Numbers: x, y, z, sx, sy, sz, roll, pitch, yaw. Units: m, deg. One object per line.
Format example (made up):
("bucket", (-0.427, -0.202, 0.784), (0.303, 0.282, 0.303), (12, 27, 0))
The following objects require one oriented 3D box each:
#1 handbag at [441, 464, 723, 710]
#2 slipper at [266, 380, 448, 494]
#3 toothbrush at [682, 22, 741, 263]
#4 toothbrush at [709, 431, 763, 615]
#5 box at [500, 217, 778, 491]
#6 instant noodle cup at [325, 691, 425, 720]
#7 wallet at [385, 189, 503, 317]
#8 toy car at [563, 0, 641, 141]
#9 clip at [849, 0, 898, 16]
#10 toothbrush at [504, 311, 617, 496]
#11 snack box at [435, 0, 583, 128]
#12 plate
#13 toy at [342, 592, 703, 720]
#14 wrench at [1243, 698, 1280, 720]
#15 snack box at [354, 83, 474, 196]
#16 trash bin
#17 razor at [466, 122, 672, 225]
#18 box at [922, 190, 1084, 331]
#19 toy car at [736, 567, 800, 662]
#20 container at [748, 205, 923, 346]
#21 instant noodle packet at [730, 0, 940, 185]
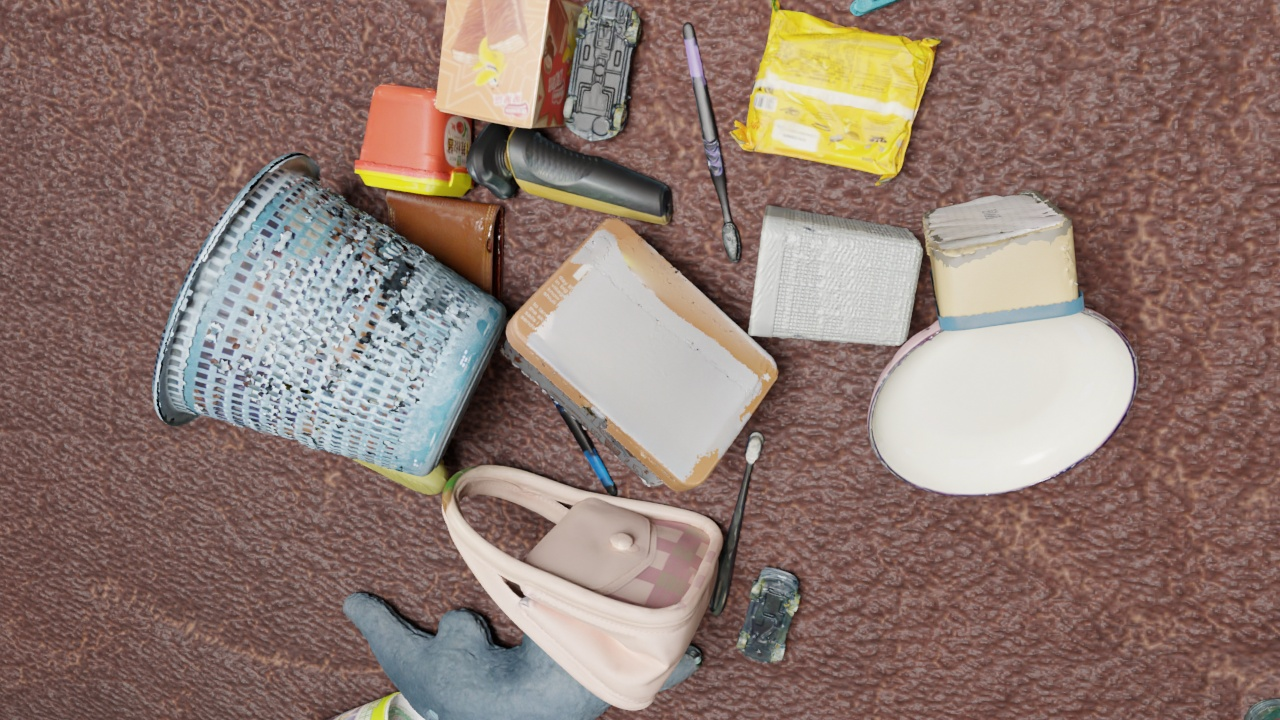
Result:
("handbag", (-0.056, 0.156, 0.748), (0.234, 0.193, 0.093), (26, 108, 10))
("slipper", (-0.243, 0.052, 0.824), (0.190, 0.092, 0.081), (26, 70, 14))
("toothbrush", (0.055, -0.168, 0.718), (0.014, 0.016, 0.189), (-10, 102, 15))
("toothbrush", (0.083, 0.147, 0.801), (0.016, 0.018, 0.181), (12, 109, 6))
("box", (-0.004, 0.004, 0.694), (0.182, 0.177, 0.153), (42, 111, -1))
("instant noodle cup", (-0.273, 0.392, 0.910), (0.123, 0.111, 0.111), (-31, 97, 12))
("wallet", (-0.170, -0.079, 0.787), (0.101, 0.032, 0.125), (9, 110, 11))
("toy car", (-0.029, -0.224, 0.712), (0.049, 0.031, 0.106), (14, 107, 10))
("clip", (0.179, -0.263, 0.659), (0.056, 0.040, 0.014), (-18, 102, 9))
("toothbrush", (-0.069, 0.041, 0.806), (0.014, 0.016, 0.189), (-25, 100, 23))
("snack box", (-0.096, -0.230, 0.694), (0.077, 0.092, 0.094), (13, 108, 9))
("plate", (0.263, 0.024, 0.684), (0.192, 0.039, 0.193), (0, 130, -1))
("toy", (-0.121, 0.298, 0.860), (0.357, 0.091, 0.137), (3, 78, 11))
("wrench", (0.603, 0.371, 0.744), (0.273, 0.016, 0.056), (38, 111, 1))
("snack box", (-0.177, -0.175, 0.732), (0.082, 0.091, 0.080), (9, 101, 10))
("trash bin", (-0.219, -0.014, 0.707), (0.195, 0.226, 0.227), (26, 110, -7))
("razor", (-0.054, -0.143, 0.736), (0.167, 0.062, 0.068), (17, 139, 2))
("box", (0.238, -0.070, 0.615), (0.090, 0.183, 0.061), (-8, 106, 20))
("toy car", (0.113, 0.224, 0.806), (0.043, 0.034, 0.091), (13, 110, 6))
("container", (0.145, -0.062, 0.689), (0.114, 0.090, 0.090), (8, 107, 8))
("instant noodle packet", (0.140, -0.196, 0.675), (0.128, 0.044, 0.111), (16, 102, 5))
